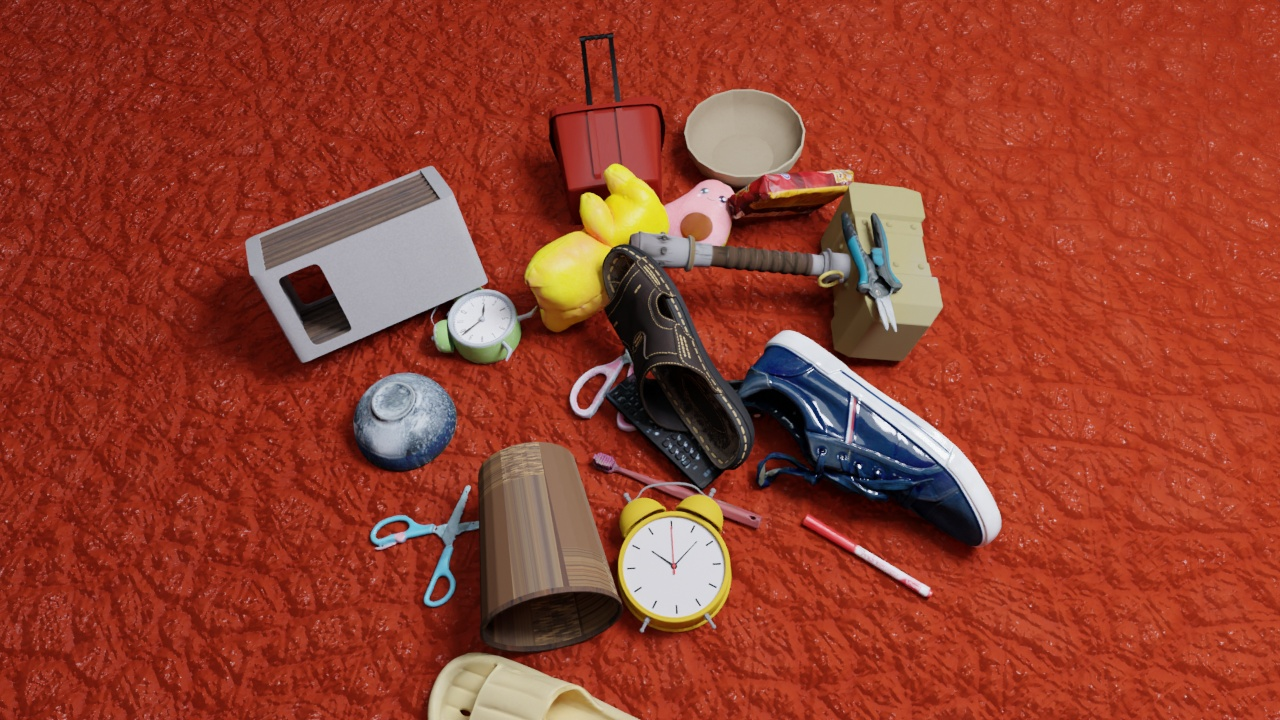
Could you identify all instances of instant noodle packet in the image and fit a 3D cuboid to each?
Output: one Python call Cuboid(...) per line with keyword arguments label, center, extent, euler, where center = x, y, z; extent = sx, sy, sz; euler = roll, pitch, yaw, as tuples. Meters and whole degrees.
Cuboid(label="instant noodle packet", center=(0.179, -0.199, 1.094), extent=(0.135, 0.099, 0.039), euler=(-9, 89, -23))

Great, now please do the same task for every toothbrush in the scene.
Cuboid(label="toothbrush", center=(0.036, 0.135, 0.965), extent=(0.190, 0.016, 0.016), euler=(19, 62, 14))

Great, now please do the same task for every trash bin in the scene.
Cuboid(label="trash bin", center=(-0.312, -0.114, 1.052), extent=(0.228, 0.114, 0.114), euler=(-25, 35, -11))

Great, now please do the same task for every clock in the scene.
Cuboid(label="clock", center=(0.033, 0.194, 0.913), extent=(0.113, 0.052, 0.151), euler=(-3, 63, 1))
Cuboid(label="clock", center=(-0.188, -0.041, 1.067), extent=(0.119, 0.043, 0.094), euler=(20, 62, 14))

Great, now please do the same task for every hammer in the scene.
Cuboid(label="hammer", center=(0.148, -0.111, 1.020), extent=(0.324, 0.101, 0.190), euler=(4, 59, -7))

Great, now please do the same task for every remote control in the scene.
Cuboid(label="remote control", center=(0.028, 0.077, 0.990), extent=(0.047, 0.022, 0.150), euler=(-38, 69, -23))

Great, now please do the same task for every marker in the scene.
Cuboid(label="marker", center=(0.227, 0.197, 0.922), extent=(0.142, 0.013, 0.012), euler=(30, 65, 19))

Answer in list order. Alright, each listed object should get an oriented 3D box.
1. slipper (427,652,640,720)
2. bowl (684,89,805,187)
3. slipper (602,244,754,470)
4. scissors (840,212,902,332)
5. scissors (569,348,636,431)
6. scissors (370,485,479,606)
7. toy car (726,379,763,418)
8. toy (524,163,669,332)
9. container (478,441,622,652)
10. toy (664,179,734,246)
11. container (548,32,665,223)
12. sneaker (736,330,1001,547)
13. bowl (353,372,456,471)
Cuboid(label="slipper", center=(-0.079, 0.342, 0.817), extent=(0.261, 0.079, 0.111), euler=(17, 65, 12))
Cuboid(label="bowl", center=(0.133, -0.277, 1.183), extent=(0.152, 0.050, 0.152), euler=(-1, 59, 2))
Cuboid(label="slipper", center=(0.024, -0.001, 0.953), extent=(0.075, 0.113, 0.267), euler=(-20, 72, -36))
Cuboid(label="scissors", center=(0.248, -0.099, 0.959), extent=(0.127, 0.019, 0.141), euler=(35, 62, 11))
Cuboid(label="scissors", center=(-0.027, -0.003, 1.052), extent=(0.103, 0.016, 0.178), euler=(8, 61, 6))
Cuboid(label="scissors", center=(-0.211, 0.194, 0.948), extent=(0.135, 0.015, 0.133), euler=(-13, 61, 2))
Cuboid(label="toy car", center=(0.104, 0.040, 1.006), extent=(0.092, 0.037, 0.040), euler=(-3, 59, 2))
Cuboid(label="toy", center=(-0.044, -0.120, 1.053), extent=(0.087, 0.134, 0.193), euler=(34, 72, 23))
Cuboid(label="container", center=(-0.098, 0.176, 0.891), extent=(0.132, 0.132, 0.167), euler=(-12, 54, -4))
Cuboid(label="toy", center=(0.074, -0.177, 1.127), extent=(0.090, 0.051, 0.109), euler=(26, 62, 11))
Cuboid(label="container", center=(-0.042, -0.287, 1.154), extent=(0.148, 0.127, 0.200), euler=(-7, 69, 0))
Cuboid(label="sneaker", center=(0.214, 0.104, 0.922), extent=(0.294, 0.121, 0.127), euler=(39, 69, 15))
Cuboid(label="bowl", center=(-0.264, 0.058, 1.003), extent=(0.114, 0.061, 0.114), euler=(-2, 60, 3))
